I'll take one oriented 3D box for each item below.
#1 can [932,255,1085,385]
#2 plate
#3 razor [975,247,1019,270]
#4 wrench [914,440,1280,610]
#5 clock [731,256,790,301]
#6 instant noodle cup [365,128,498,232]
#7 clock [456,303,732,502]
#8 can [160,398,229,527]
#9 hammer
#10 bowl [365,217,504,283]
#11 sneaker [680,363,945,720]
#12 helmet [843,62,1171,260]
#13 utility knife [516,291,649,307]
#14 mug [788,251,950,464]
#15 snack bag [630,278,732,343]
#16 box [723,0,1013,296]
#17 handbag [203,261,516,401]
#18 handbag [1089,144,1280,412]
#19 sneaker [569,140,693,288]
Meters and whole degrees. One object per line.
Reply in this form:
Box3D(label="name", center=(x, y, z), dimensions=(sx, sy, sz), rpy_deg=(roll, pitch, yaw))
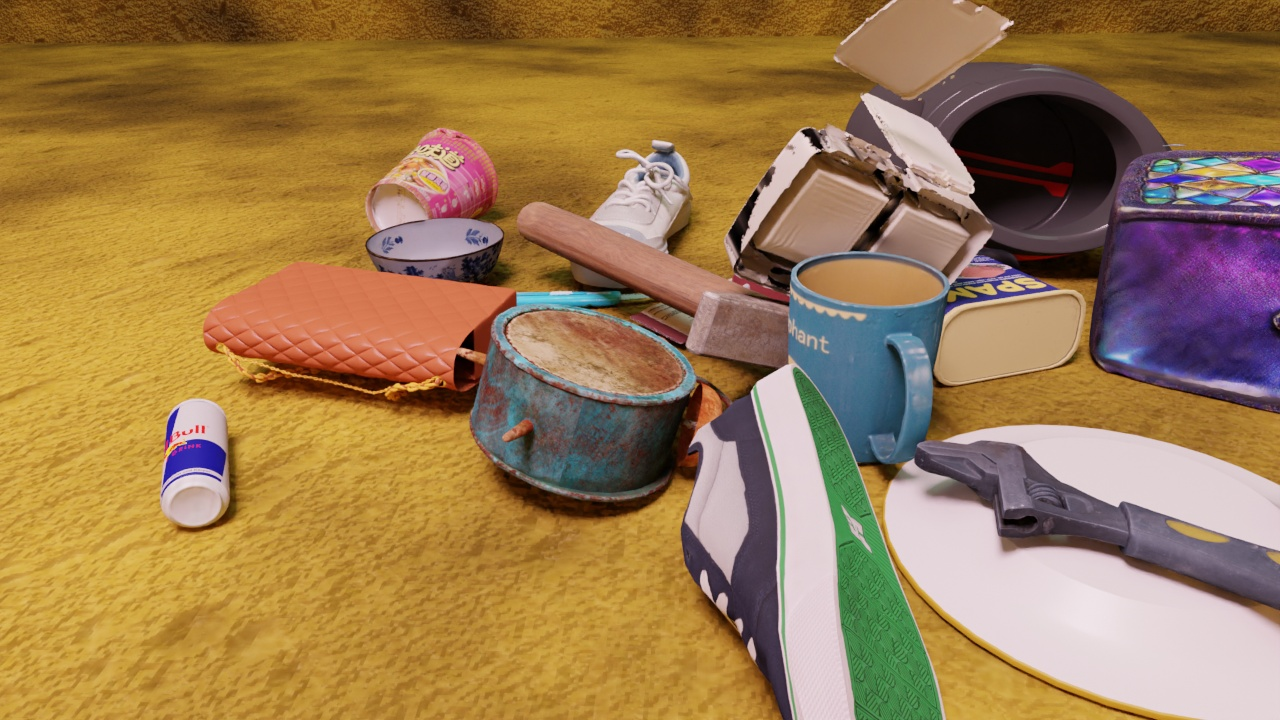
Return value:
Box3D(label="can", center=(0.230, -0.032, 0.645), dimensions=(0.116, 0.057, 0.092), rpy_deg=(-9, 26, -16))
Box3D(label="plate", center=(0.236, 0.082, 0.445), dimensions=(0.230, 0.021, 0.229), rpy_deg=(-1, 26, 0))
Box3D(label="razor", center=(0.237, -0.073, 0.745), dimensions=(0.151, 0.054, 0.067), rpy_deg=(-5, 8, -21))
Box3D(label="wrench", center=(0.245, 0.084, 0.387), dimensions=(0.274, 0.022, 0.073), rpy_deg=(18, 24, 35))
Box3D(label="clock", center=(0.118, -0.080, 0.731), dimensions=(0.087, 0.044, 0.124), rpy_deg=(12, 30, 15))
Box3D(label="instant noodle cup", center=(-0.207, -0.160, 0.895), dimensions=(0.098, 0.098, 0.108), rpy_deg=(9, 36, 19))
Box3D(label="clock", center=(-0.017, 0.026, 0.517), dimensions=(0.157, 0.073, 0.121), rpy_deg=(4, 26, -29))
Box3D(label="can", center=(-0.244, 0.055, 0.505), dimensions=(0.032, 0.032, 0.095), rpy_deg=(-11, 27, -20))
Box3D(label="hammer", center=(0.005, -0.063, 0.658), dimensions=(0.157, 0.037, 0.301), rpy_deg=(5, 17, -45))
Box3D(label="bowl", center=(-0.170, -0.082, 0.774), dimensions=(0.114, 0.045, 0.114), rpy_deg=(-1, 26, 0))
Box3D(label="sneaker", center=(0.059, 0.097, 0.377), dimensions=(0.079, 0.084, 0.234), rpy_deg=(-32, 29, 18))
Box3D(label="helmet", center=(0.315, -0.178, 0.820), dimensions=(0.265, 0.164, 0.169), rpy_deg=(14, 13, 8))
Box3D(label="utility knife", center=(-0.044, -0.050, 0.740), dimensions=(0.151, 0.015, 0.022), rpy_deg=(-4, 25, -11))
Box3D(label="mug", center=(0.128, 0.007, 0.510), dimensions=(0.084, 0.104, 0.112), rpy_deg=(-6, 29, -10))
Box3D(label="snack bag", center=(0.068, -0.044, 0.722), dimensions=(0.157, 0.013, 0.057), rpy_deg=(-22, 36, -39))
Box3D(label="box", center=(0.147, -0.133, 0.557), dimensions=(0.143, 0.193, 0.106), rpy_deg=(17, 37, -28))
Box3D(label="handbag", center=(-0.183, -0.015, 0.615), dimensions=(0.172, 0.060, 0.108), rpy_deg=(8, 22, 12))
Box3D(label="handbag", center=(0.436, -0.062, 0.618), dimensions=(0.222, 0.126, 0.204), rpy_deg=(11, 28, 28))
Box3D(label="sneaker", center=(-0.006, -0.142, 0.842), dimensions=(0.089, 0.091, 0.241), rpy_deg=(7, 27, 14))
